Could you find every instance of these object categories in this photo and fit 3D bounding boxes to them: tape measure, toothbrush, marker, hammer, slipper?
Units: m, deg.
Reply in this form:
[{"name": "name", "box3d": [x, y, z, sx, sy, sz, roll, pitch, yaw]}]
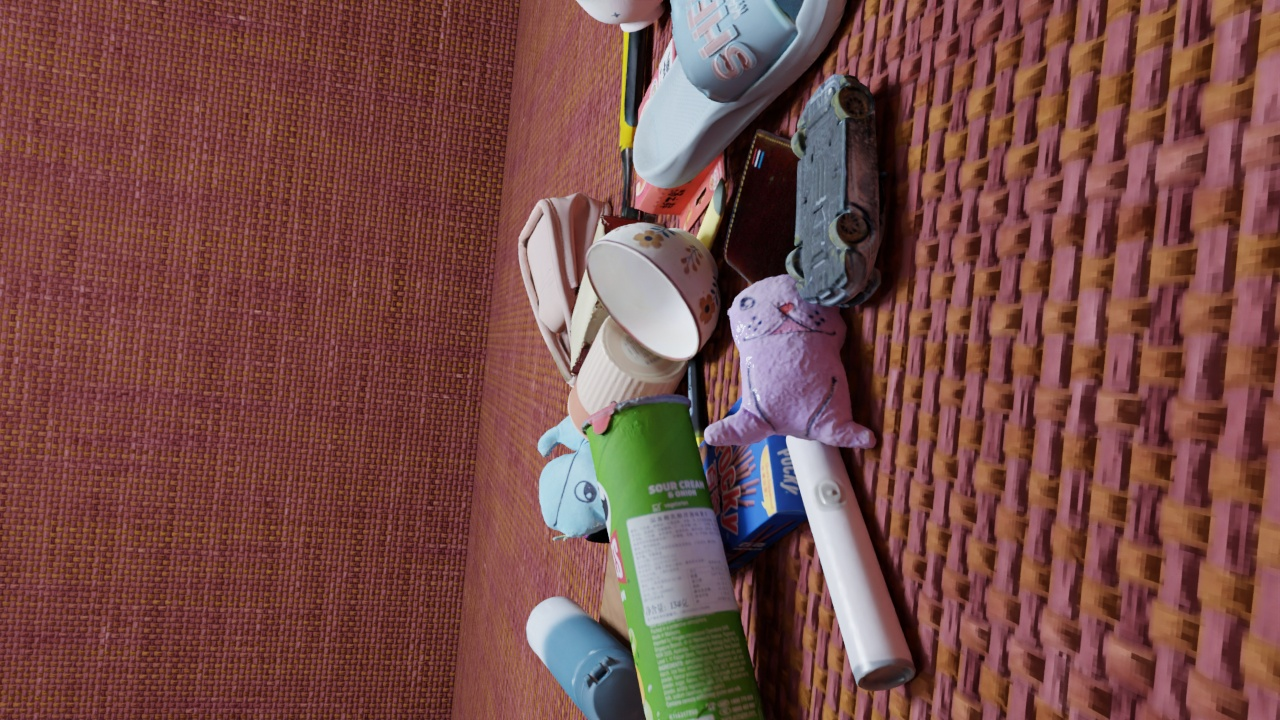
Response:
[{"name": "tape measure", "box3d": [-0.041, 0.156, 0.932, 0.057, 0.039, 0.057, -101, 22, -47]}, {"name": "toothbrush", "box3d": [0.094, 0.060, 0.471, 0.026, 0.027, 0.220, 79, -178, -45]}, {"name": "marker", "box3d": [0.042, 0.046, 0.702, 0.018, 0.015, 0.124, 124, 150, -57]}, {"name": "hammer", "box3d": [-0.009, -0.244, 0.978, 0.126, 0.032, 0.323, 145, 129, -72]}, {"name": "slipper", "box3d": [0.047, -0.205, 0.601, 0.246, 0.074, 0.104, -43, 43, 52]}]

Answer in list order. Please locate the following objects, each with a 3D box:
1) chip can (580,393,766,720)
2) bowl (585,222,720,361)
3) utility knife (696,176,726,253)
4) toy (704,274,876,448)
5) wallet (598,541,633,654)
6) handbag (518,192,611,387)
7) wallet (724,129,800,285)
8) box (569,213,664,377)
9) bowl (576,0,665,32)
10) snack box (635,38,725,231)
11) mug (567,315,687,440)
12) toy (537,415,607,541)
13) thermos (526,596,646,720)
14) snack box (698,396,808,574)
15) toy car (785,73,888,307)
[{"name": "chip can", "box3d": [0.022, 0.140, 0.544, 0.072, 0.072, 0.235, 124, 136, -62]}, {"name": "bowl", "box3d": [0.018, -0.061, 0.697, 0.062, 0.113, 0.114, -46, -2, -24]}, {"name": "utility knife", "box3d": [0.043, -0.078, 0.740, 0.174, 0.019, 0.030, 117, 158, -53]}, {"name": "toy", "box3d": [0.076, 0.000, 0.481, 0.039, 0.084, 0.107, 79, -169, -57]}, {"name": "wallet", "box3d": [-0.013, 0.232, 0.844, 0.115, 0.020, 0.101, -133, 49, -68]}, {"name": "handbag", "box3d": [-0.091, -0.078, 1.169, 0.194, 0.093, 0.234, 141, 125, -70]}, {"name": "wallet", "box3d": [0.087, -0.087, 0.571, 0.122, 0.020, 0.096, -122, 40, -64]}, {"name": "box", "box3d": [-0.032, -0.056, 0.901, 0.169, 0.079, 0.091, 112, 159, -50]}, {"name": "bowl", "box3d": [-0.010, -0.377, 0.935, 0.065, 0.118, 0.118, 56, -166, -39]}, {"name": "snack box", "box3d": [0.031, -0.183, 0.770, 0.113, 0.044, 0.127, 131, 141, -67]}, {"name": "mug", "box3d": [-0.005, 0.005, 0.791, 0.114, 0.081, 0.106, -63, 0, -39]}, {"name": "toy", "box3d": [-0.053, 0.110, 0.899, 0.162, 0.050, 0.156, 10, 57, 39]}, {"name": "thermos", "box3d": [-0.048, 0.268, 0.817, 0.221, 0.070, 0.070, 180, 95, -71]}, {"name": "snack box", "box3d": [0.062, 0.081, 0.584, 0.157, 0.026, 0.084, 120, 151, -59]}, {"name": "toy car", "box3d": [0.102, -0.087, 0.471, 0.054, 0.036, 0.120, 141, 133, -67]}]
